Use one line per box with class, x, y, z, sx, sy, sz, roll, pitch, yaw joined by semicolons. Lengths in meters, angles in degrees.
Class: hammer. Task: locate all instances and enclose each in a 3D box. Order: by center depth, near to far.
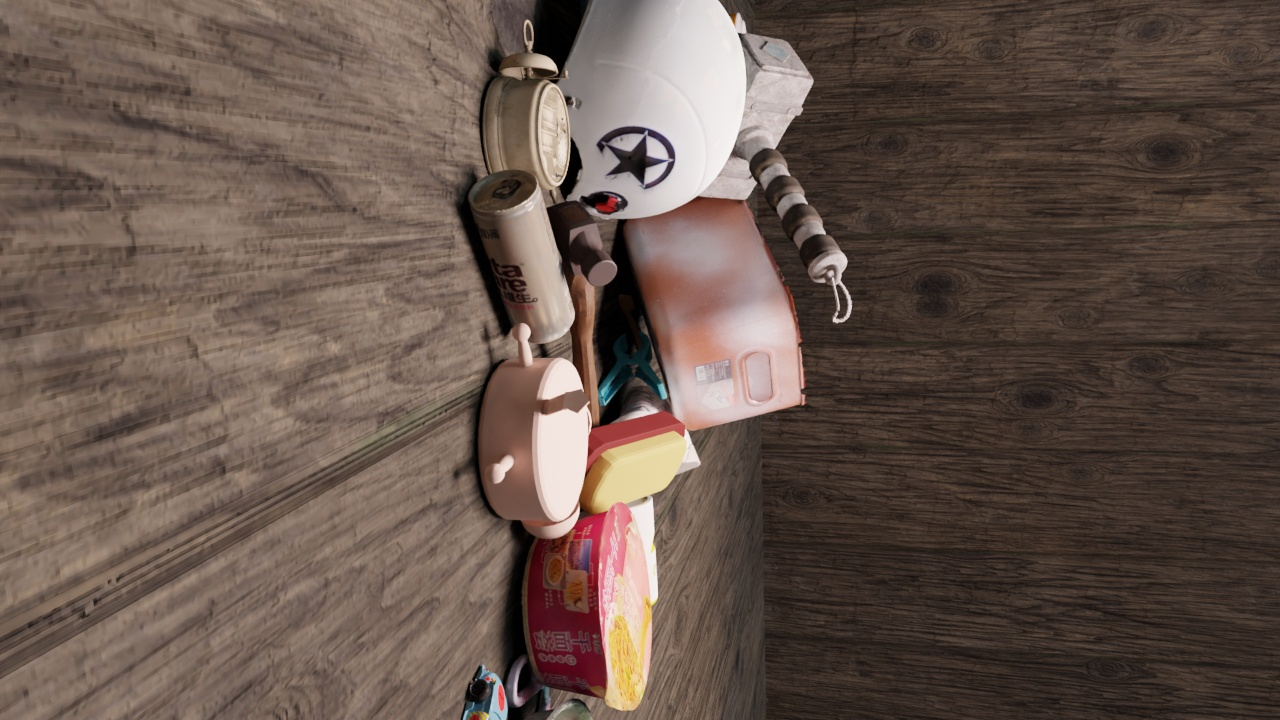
hammer;-0.053;0.002;0.842;0.115;0.033;0.324;53;-26;43
hammer;0.148;-0.181;0.964;0.177;0.079;0.326;-61;-139;43

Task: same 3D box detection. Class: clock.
clock;-0.085;-0.198;0.731;0.092;0.055;0.141;-28;120;-76
clock;-0.073;0.065;0.741;0.161;0.086;0.130;79;15;-61

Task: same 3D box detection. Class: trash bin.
trash bin;0.081;-0.064;1.104;0.182;0.157;0.259;75;0;-48

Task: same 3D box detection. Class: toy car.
toy car;-0.112;0.280;0.670;0.060;0.027;0.107;77;18;-45

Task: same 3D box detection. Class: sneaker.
sneaker;0.001;0.078;1.081;0.236;0.090;0.104;28;41;-67

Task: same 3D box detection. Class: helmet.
helmet;0.023;-0.257;0.919;0.264;0.164;0.236;82;19;-57

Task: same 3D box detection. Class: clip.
clip;-0.020;0.008;1.063;0.120;0.104;0.027;-84;169;-55

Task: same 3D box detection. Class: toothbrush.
toothbrush;-0.004;-0.039;1.180;0.167;0.016;0.016;68;24;-60

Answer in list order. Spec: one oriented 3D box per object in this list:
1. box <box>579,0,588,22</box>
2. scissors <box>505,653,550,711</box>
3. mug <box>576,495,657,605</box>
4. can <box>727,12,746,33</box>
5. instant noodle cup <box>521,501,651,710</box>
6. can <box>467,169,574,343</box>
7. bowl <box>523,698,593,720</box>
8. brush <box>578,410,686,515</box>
box;-0.030;-0.374;1.052;0.208;0.021;0.125;-63;150;-62
scissors;-0.089;0.292;0.808;0.173;0.014;0.170;72;23;-54
mug;-0.026;0.193;0.934;0.082;0.083;0.106;-28;116;-76
can;0.064;-0.403;1.188;0.079;0.142;0.079;1;89;-77
instant noodle cup;-0.047;0.218;0.817;0.178;0.078;0.178;-6;89;-77
can;-0.090;-0.077;0.712;0.136;0.054;0.054;77;18;-45
bowl;-0.084;0.348;0.732;0.157;0.039;0.157;5;90;-69
brush;-0.013;0.102;0.892;0.173;0.042;0.082;-10;129;-53
